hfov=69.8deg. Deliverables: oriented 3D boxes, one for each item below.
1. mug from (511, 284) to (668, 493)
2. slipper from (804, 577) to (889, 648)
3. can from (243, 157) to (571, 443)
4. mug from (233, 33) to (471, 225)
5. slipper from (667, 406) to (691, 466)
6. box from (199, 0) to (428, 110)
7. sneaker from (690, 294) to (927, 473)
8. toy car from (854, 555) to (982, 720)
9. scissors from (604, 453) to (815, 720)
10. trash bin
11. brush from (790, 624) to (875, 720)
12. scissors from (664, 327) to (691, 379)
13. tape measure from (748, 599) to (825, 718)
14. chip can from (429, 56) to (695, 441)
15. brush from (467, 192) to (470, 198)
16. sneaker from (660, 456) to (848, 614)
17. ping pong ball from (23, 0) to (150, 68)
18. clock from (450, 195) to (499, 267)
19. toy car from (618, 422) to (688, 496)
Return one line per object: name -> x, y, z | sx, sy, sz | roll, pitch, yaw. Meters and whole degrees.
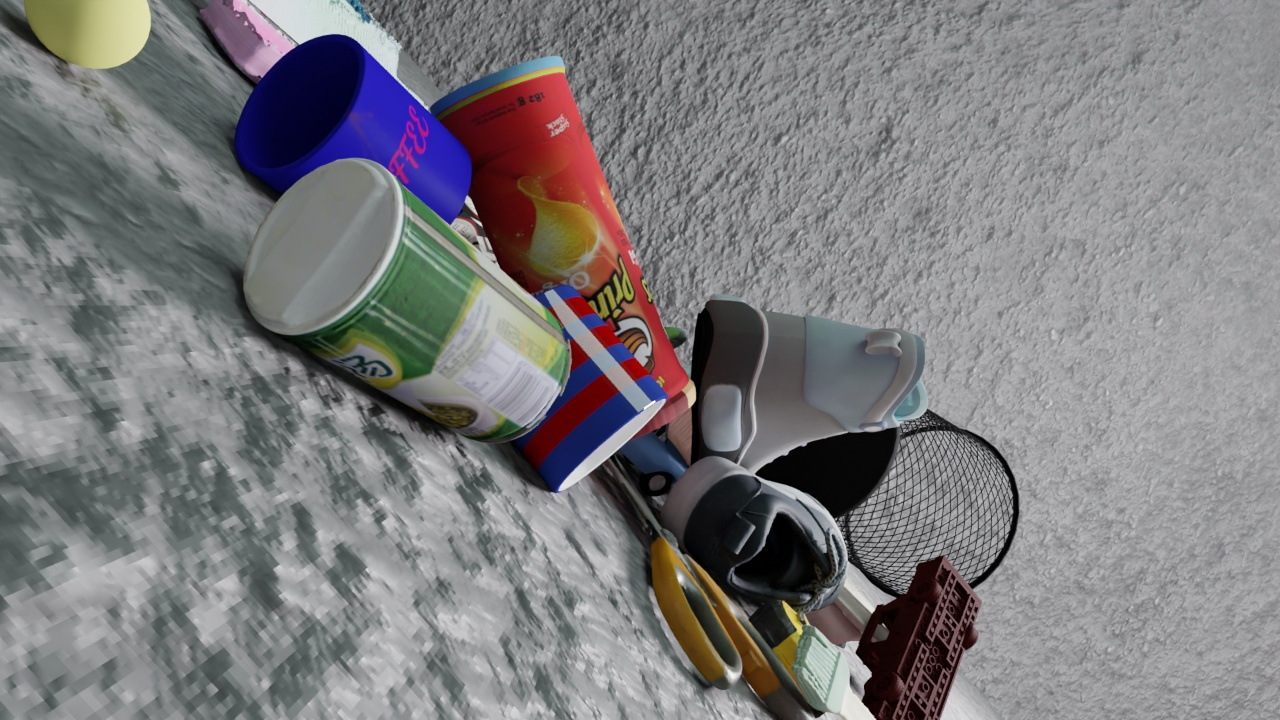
mug -> -0.042, 0.021, 0.481 | 0.076, 0.074, 0.112 | 49, -22, 9
slipper -> 0.152, 0.202, 0.823 | 0.274, 0.054, 0.114 | 45, 5, -4
can -> -0.084, -0.018, 0.353 | 0.067, 0.067, 0.121 | 51, 5, 35
mug -> -0.155, -0.108, 0.470 | 0.111, 0.079, 0.083 | 17, -14, 33
slipper -> 0.093, 0.099, 0.969 | 0.197, 0.093, 0.081 | 49, -6, 14
box -> -0.228, -0.211, 0.694 | 0.230, 0.062, 0.160 | 40, 29, -61
sneaker -> 0.116, 0.042, 0.668 | 0.257, 0.160, 0.092 | 80, 14, -63
toy car -> 0.218, 0.240, 0.741 | 0.070, 0.062, 0.169 | 50, 47, -8
scissors -> 0.029, 0.125, 0.537 | 0.175, 0.016, 0.225 | 46, 5, -29
trash bin -> 0.223, 0.110, 0.859 | 0.210, 0.184, 0.184 | 32, 14, -40
brush -> 0.135, 0.221, 0.548 | 0.012, 0.033, 0.218 | -2, -41, 36
scissors -> -0.004, 0.004, 0.724 | 0.172, 0.021, 0.172 | 4, -14, -25
tape measure -> 0.096, 0.180, 0.569 | 0.064, 0.037, 0.065 | 49, 5, 1
chip can -> -0.043, -0.060, 0.542 | 0.087, 0.087, 0.213 | -107, 175, -79
brush -> -0.125, -0.158, 0.859 | 0.048, 0.126, 0.017 | -39, 118, -85
sneaker -> 0.105, 0.140, 0.648 | 0.087, 0.089, 0.235 | 34, 0, 43
ping pong ball -> -0.203, -0.128, 0.337 | 0.040, 0.040, 0.040 | 48, 5, -5
clock -> -0.135, -0.101, 0.600 | 0.114, 0.065, 0.154 | 45, 5, -38
toy car -> -0.010, 0.040, 0.649 | 0.153, 0.055, 0.056 | 45, 5, -31
